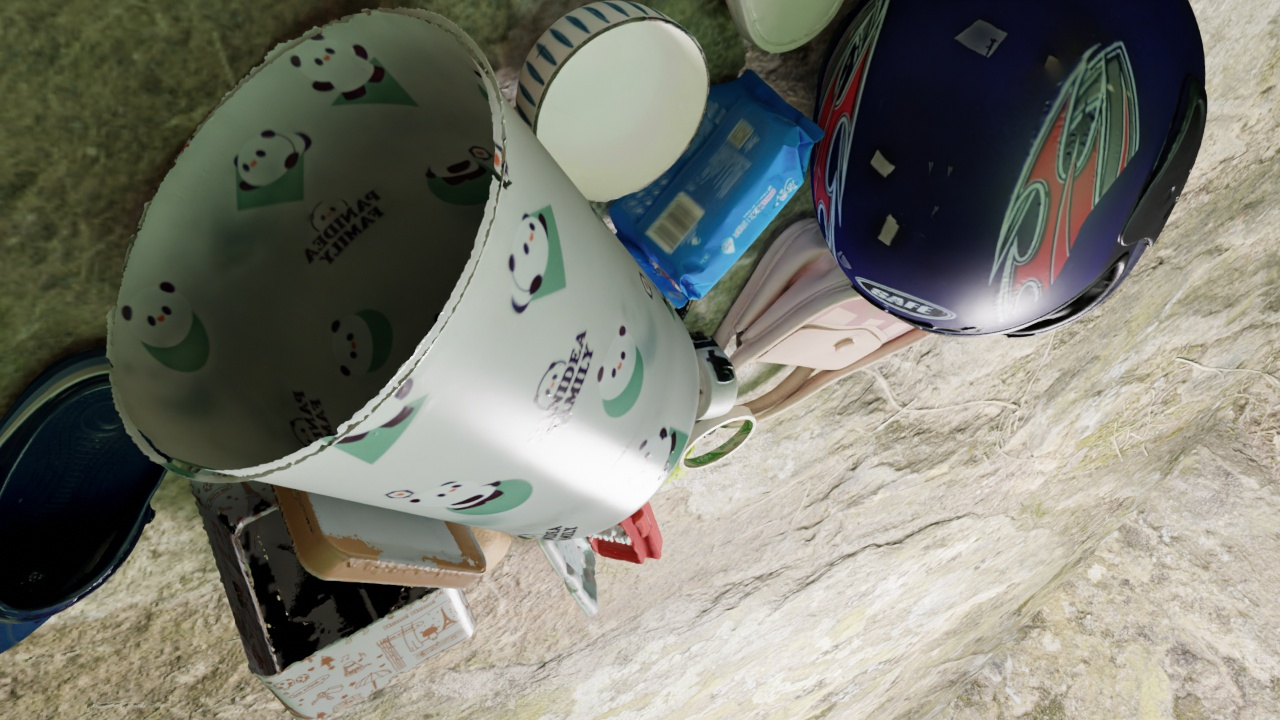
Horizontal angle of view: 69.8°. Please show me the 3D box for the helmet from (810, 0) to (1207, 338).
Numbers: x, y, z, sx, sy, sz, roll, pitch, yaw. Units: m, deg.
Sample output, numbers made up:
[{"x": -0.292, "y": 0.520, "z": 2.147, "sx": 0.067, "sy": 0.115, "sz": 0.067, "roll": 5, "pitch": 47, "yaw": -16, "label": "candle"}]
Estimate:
[{"x": 0.236, "y": -0.134, "z": 0.638, "sx": 0.239, "sy": 0.247, "sz": 0.316, "roll": -33, "pitch": 137, "yaw": -39, "label": "helmet"}]

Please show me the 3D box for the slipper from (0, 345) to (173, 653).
[{"x": -0.348, "y": 0.105, "z": 0.532, "sx": 0.253, "sy": 0.095, "sz": 0.105, "roll": -48, "pitch": 141, "yaw": 7, "label": "slipper"}]

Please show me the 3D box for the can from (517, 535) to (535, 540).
[{"x": -0.108, "y": 0.078, "z": 0.699, "sx": 0.075, "sy": 0.075, "sz": 0.111, "roll": -43, "pitch": 123, "yaw": 6, "label": "can"}]

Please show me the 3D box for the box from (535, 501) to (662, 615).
[{"x": -0.044, "y": 0.167, "z": 0.856, "sx": 0.095, "sy": 0.101, "sz": 0.202, "roll": 4, "pitch": 147, "yaw": 16, "label": "box"}]

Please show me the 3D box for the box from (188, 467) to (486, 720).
[{"x": -0.196, "y": 0.090, "z": 0.571, "sx": 0.154, "sy": 0.182, "sz": 0.185, "roll": -28, "pitch": 143, "yaw": -16, "label": "box"}]

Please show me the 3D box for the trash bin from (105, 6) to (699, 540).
[{"x": -0.098, "y": -0.016, "z": 0.502, "sx": 0.230, "sy": 0.229, "sz": 0.252, "roll": -44, "pitch": 145, "yaw": 7, "label": "trash bin"}]

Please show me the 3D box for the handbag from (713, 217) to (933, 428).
[{"x": 0.150, "y": -0.016, "z": 0.861, "sx": 0.193, "sy": 0.093, "sz": 0.235, "roll": 9, "pitch": 134, "yaw": -47, "label": "handbag"}]

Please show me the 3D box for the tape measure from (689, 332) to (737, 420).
[{"x": 0.054, "y": 0.019, "z": 0.812, "sx": 0.033, "sy": 0.066, "sz": 0.066, "roll": -9, "pitch": 135, "yaw": -34, "label": "tape measure"}]

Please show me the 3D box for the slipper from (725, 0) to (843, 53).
[{"x": 0.052, "y": -0.285, "z": 0.487, "sx": 0.114, "sy": 0.054, "sz": 0.274, "roll": -38, "pitch": 142, "yaw": -1, "label": "slipper"}]

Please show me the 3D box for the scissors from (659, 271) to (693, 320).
[{"x": 0.001, "y": -0.004, "z": 0.737, "sx": 0.188, "sy": 0.015, "sz": 0.226, "roll": 15, "pitch": 100, "yaw": -51, "label": "scissors"}]

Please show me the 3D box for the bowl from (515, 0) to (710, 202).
[{"x": -0.024, "y": -0.160, "z": 0.546, "sx": 0.116, "sy": 0.066, "sz": 0.117, "roll": -23, "pitch": 141, "yaw": -20, "label": "bowl"}]

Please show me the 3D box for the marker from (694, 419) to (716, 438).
[{"x": 0.031, "y": 0.052, "z": 0.868, "sx": 0.022, "sy": 0.020, "sz": 0.132, "roll": -53, "pitch": 143, "yaw": 11, "label": "marker"}]

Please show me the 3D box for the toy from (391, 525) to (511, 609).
[{"x": -0.170, "y": 0.153, "z": 0.758, "sx": 0.143, "sy": 0.082, "sz": 0.226, "roll": 13, "pitch": 116, "yaw": -55, "label": "toy"}]

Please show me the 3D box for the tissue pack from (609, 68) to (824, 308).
[{"x": 0.050, "y": -0.119, "z": 0.634, "sx": 0.157, "sy": 0.095, "sz": 0.052, "roll": -50, "pitch": 144, "yaw": 12, "label": "tissue pack"}]

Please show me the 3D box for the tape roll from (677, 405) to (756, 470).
[{"x": 0.071, "y": 0.075, "z": 0.873, "sx": 0.085, "sy": 0.014, "sz": 0.086, "roll": -24, "pitch": 152, "yaw": -14, "label": "tape roll"}]

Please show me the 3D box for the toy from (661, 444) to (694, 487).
[{"x": 0.011, "y": 0.100, "z": 0.893, "sx": 0.096, "sy": 0.031, "sz": 0.100, "roll": -31, "pitch": 148, "yaw": -10, "label": "toy"}]
